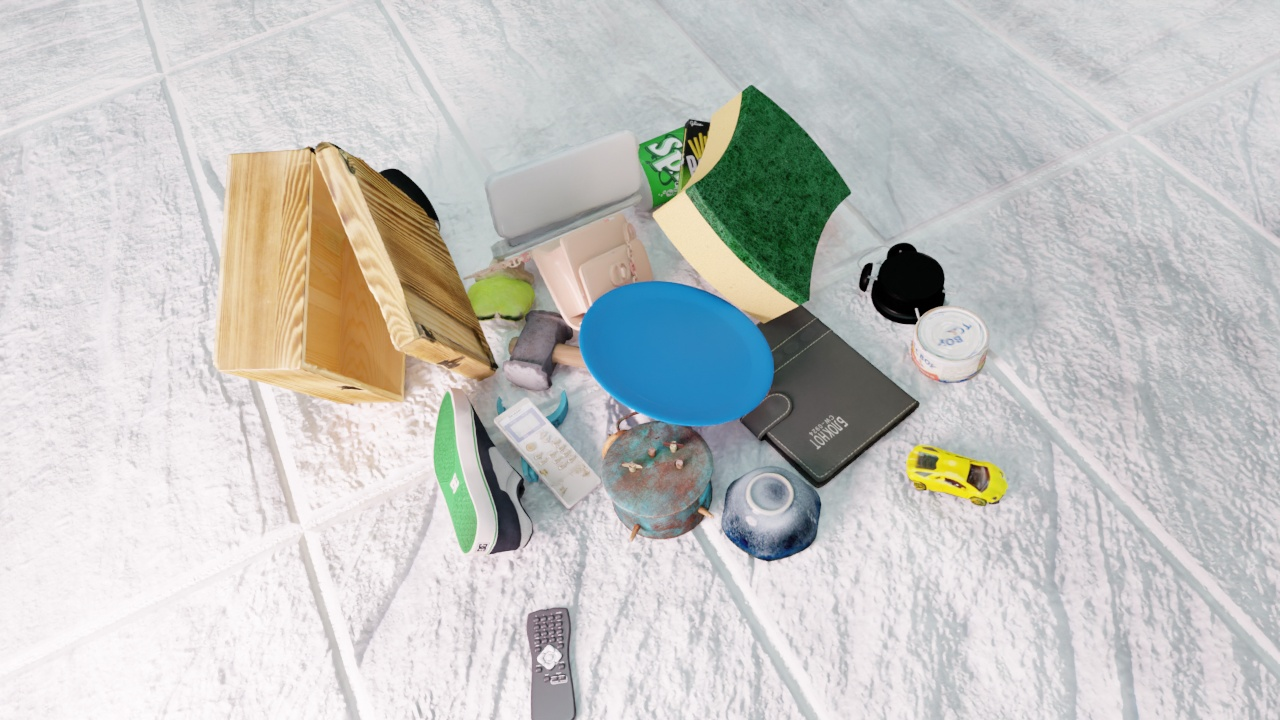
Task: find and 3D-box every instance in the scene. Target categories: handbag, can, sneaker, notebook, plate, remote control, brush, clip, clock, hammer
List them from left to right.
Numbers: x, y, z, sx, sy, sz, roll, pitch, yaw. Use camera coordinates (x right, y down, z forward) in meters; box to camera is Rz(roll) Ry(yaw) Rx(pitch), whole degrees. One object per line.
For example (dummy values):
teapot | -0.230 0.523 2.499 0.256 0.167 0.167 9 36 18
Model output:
sneaker | -0.179 0.123 1.044 0.079 0.084 0.235 7 37 -31
clip | -0.119 0.075 1.092 0.119 0.033 0.121 -32 57 -19
remote control | -0.107 0.104 1.050 0.050 0.011 0.136 -36 74 -27
remote control | -0.091 0.311 0.929 0.046 0.009 0.124 -9 54 2
handbag | -0.090 -0.100 1.172 0.188 0.116 0.198 -16 11 35
hammer | -0.007 0.006 1.098 0.329 0.052 0.097 9 57 17
clock | 0.016 0.114 1.015 0.121 0.073 0.157 -15 53 -3
can | 0.043 -0.270 1.274 0.139 0.088 0.087 -24 55 -9
plate | 0.040 -0.007 1.041 0.224 0.024 0.223 8 45 -8
brush | 0.144 -0.194 1.127 0.195 0.075 0.249 42 50 -17
notebook | 0.191 0.033 1.077 0.169 0.029 0.209 -36 56 -16
clock | 0.325 -0.100 1.141 0.091 0.043 0.120 -32 57 -14
can | 0.364 -0.019 1.079 0.086 0.043 0.086 -5 54 7

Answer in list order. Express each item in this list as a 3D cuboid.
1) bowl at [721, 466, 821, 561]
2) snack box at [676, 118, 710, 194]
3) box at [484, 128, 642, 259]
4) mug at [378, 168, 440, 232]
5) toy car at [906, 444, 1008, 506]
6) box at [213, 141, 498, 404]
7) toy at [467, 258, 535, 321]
bowl | 0.139 0.154 0.981 0.110 0.055 0.110 -4 54 6
snack box | 0.092 -0.240 1.223 0.080 0.025 0.147 7 88 -10
box | -0.095 -0.199 1.173 0.210 0.186 0.084 -24 75 -17
mug | -0.343 -0.193 1.287 0.100 0.084 0.119 43 100 17
toy car | 0.341 0.123 0.990 0.107 0.030 0.049 14 57 16
box | -0.300 -0.096 1.035 0.221 0.279 0.258 -4 81 8
toy | -0.181 -0.095 1.208 0.092 0.046 0.115 -1 48 6
